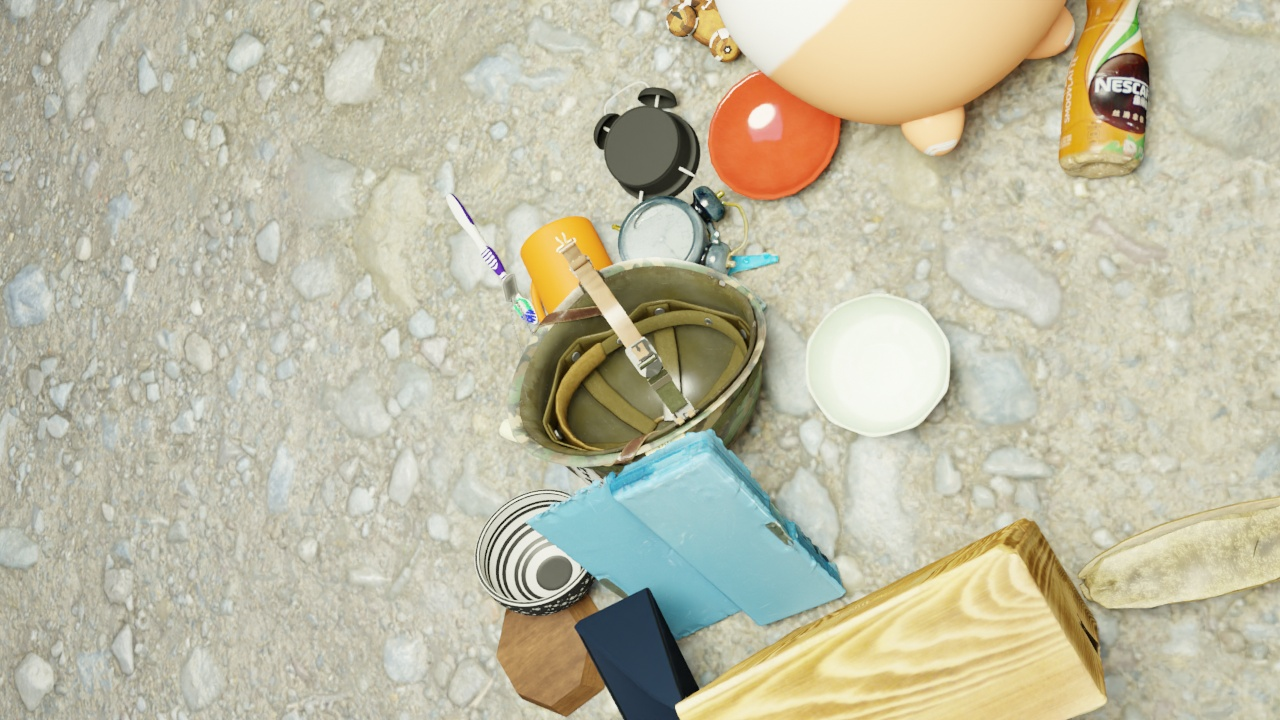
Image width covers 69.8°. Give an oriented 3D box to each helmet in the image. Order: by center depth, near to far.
[{"bbox_3d":[-0.004,0.005,0.757,0.224,0.237,0.192,-22,49,-15],"label":"helmet"}]

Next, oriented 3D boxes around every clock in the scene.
[{"bbox_3d":[0.038,-0.110,0.848,0.130,0.052,0.090,-12,77,18],"label":"clock"},{"bbox_3d":[0.003,-0.212,0.888,0.091,0.042,0.120,-27,74,20],"label":"clock"}]

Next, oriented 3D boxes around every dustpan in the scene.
[{"bbox_3d":[0.022,0.310,0.745,0.080,0.273,0.236,-25,106,-1],"label":"dustpan"}]

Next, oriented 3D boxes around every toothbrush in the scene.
[{"bbox_3d":[-0.159,-0.110,0.970,0.015,0.016,0.186,-41,70,16],"label":"toothbrush"}]

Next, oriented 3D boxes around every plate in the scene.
[{"bbox_3d":[-0.090,0.280,0.894,0.131,0.025,0.131,-3,84,25],"label":"plate"}]

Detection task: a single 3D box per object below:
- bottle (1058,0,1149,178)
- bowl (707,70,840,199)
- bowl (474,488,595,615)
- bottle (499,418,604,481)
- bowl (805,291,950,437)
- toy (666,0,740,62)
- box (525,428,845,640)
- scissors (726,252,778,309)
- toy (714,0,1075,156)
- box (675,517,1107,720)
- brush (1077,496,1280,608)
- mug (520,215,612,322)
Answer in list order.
[{"bbox_3d":[0.362,-0.229,0.712,0.059,0.059,0.167,5,87,25],"label":"bottle"},{"bbox_3d":[0.124,-0.202,0.834,0.122,0.035,0.122,-3,84,25],"label":"bowl"},{"bbox_3d":[-0.090,0.191,0.874,0.120,0.066,0.120,-9,50,10],"label":"bowl"},{"bbox_3d":[-0.058,0.090,0.886,0.185,0.045,0.045,16,92,26],"label":"bottle"},{"bbox_3d":[0.201,0.005,0.764,0.118,0.061,0.117,-2,84,25],"label":"bowl"},{"bbox_3d":[0.082,-0.343,0.853,0.087,0.067,0.113,30,112,0],"label":"toy"},{"bbox_3d":[0.041,0.159,0.749,0.175,0.231,0.033,-27,39,22],"label":"box"},{"bbox_3d":[0.062,-0.078,0.867,0.137,0.012,0.127,41,102,21],"label":"scissors"},{"bbox_3d":[0.194,-0.308,0.699,0.263,0.265,0.281,-42,98,0],"label":"toy"},{"bbox_3d":[0.196,0.263,0.624,0.259,0.278,0.220,-31,74,20],"label":"box"},{"bbox_3d":[0.418,0.138,0.660,0.196,0.043,0.059,-22,77,21],"label":"brush"},{"bbox_3d":[-0.072,-0.069,0.898,0.113,0.077,0.096,-42,68,42],"label":"mug"}]
